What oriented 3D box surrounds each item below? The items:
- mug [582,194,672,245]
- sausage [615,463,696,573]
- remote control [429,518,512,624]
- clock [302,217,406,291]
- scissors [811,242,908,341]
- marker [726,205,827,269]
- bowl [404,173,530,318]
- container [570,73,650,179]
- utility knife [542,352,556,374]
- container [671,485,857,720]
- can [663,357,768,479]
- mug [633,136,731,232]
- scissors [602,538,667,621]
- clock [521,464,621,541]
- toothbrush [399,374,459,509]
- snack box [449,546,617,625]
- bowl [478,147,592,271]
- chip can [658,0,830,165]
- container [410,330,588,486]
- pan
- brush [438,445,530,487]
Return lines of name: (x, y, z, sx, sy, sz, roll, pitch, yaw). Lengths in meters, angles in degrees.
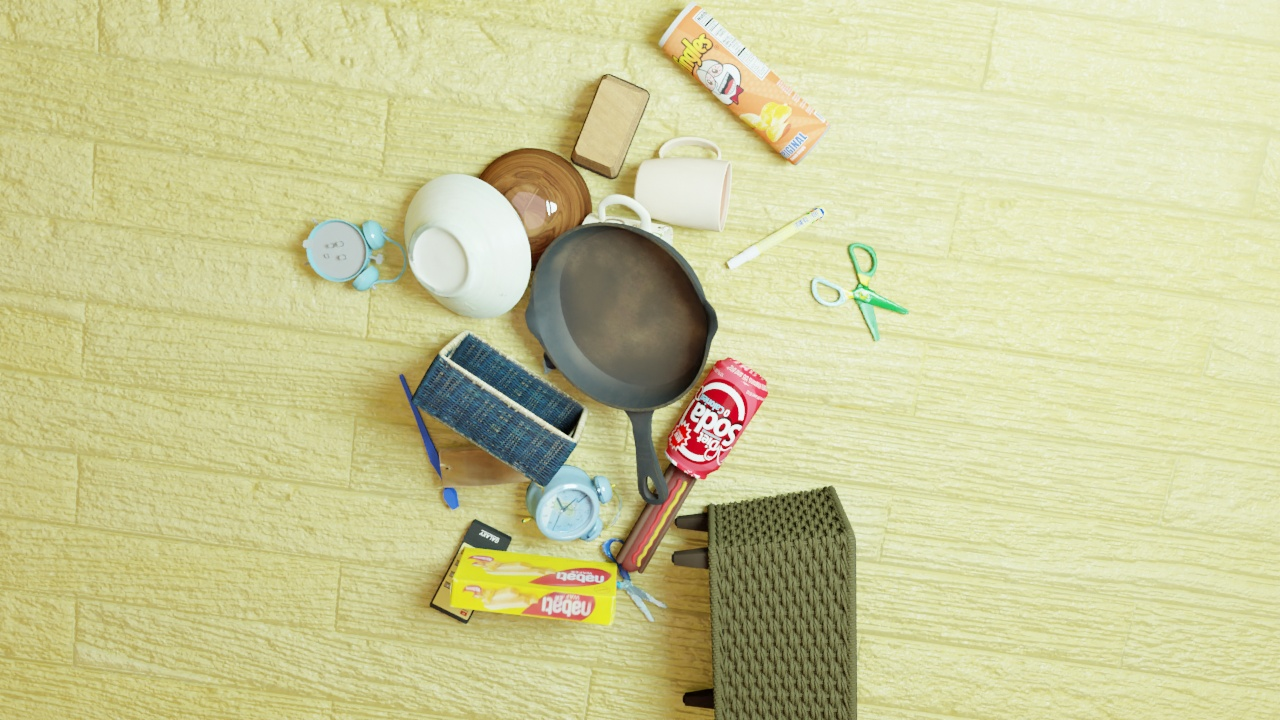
mug: (-0.021, -0.144, 1.068, 0.097, 0.122, 0.080, 19, 57, 12)
sausage: (0.020, 0.200, 1.162, 0.040, 0.040, 0.155, 29, 95, -5)
remote control: (-0.222, 0.276, 1.198, 0.058, 0.013, 0.133, 27, 100, -4)
clock: (-0.344, -0.129, 1.109, 0.123, 0.042, 0.087, 14, 101, 0)
scissors: (0.265, -0.078, 1.125, 0.119, 0.012, 0.129, -18, 99, 5)
marker: (0.165, -0.148, 1.112, 0.132, 0.014, 0.014, -30, 99, 6)
bowl: (-0.217, -0.123, 1.064, 0.177, 0.057, 0.177, 11, 116, 22)
container: (-0.036, -0.273, 1.067, 0.063, 0.061, 0.114, 23, 100, -3)
utility knife: (-0.062, -0.045, 1.134, 0.171, 0.020, 0.029, -44, 95, 9)
container: (0.149, 0.334, 1.126, 0.205, 0.176, 0.321, -2, 101, 5)
can: (0.093, 0.070, 1.124, 0.074, 0.074, 0.142, 32, 99, -5)
mug: (0.052, -0.211, 1.075, 0.104, 0.085, 0.111, 8, 73, 10)
scissors: (-0.010, 0.285, 1.196, 0.135, 0.015, 0.086, 32, 98, -4)
clock: (-0.084, 0.182, 1.153, 0.124, 0.051, 0.089, 12, 105, -22)
toothbrush: (-0.270, 0.105, 1.167, 0.016, 0.011, 0.187, -19, 100, 4)
snack box: (-0.129, 0.280, 1.142, 0.200, 0.092, 0.042, 7, 103, -1)
bowl: (-0.132, -0.177, 1.083, 0.147, 0.068, 0.147, 0, 101, 1)
chip can: (0.120, -0.317, 1.057, 0.210, 0.062, 0.062, 40, 98, -6)
container: (-0.162, 0.055, 1.089, 0.187, 0.145, 0.071, 33, 103, -5)
pan: (-0.006, 0.006, 1.073, 0.249, 0.043, 0.356, 1, 114, 29)
brush: (-0.192, 0.129, 1.157, 0.117, 0.039, 0.049, -5, 103, 2)
